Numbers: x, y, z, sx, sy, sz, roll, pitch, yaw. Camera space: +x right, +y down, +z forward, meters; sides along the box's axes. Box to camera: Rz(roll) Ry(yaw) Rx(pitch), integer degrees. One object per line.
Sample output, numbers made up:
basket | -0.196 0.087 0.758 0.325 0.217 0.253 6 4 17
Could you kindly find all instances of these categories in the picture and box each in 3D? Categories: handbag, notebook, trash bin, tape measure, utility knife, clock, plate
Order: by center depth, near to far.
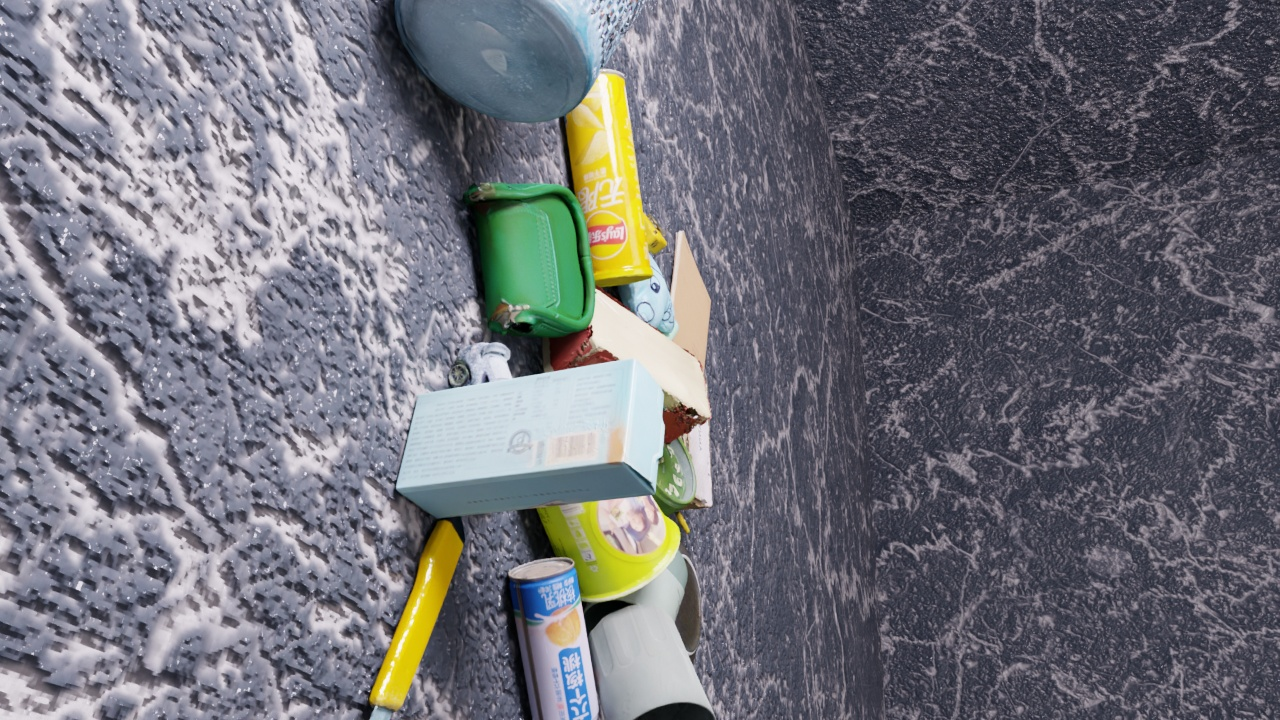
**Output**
utility knife | -0.148 0.178 0.576 0.214 0.015 0.033 -77 152 -51
trash bin | -0.083 -0.302 0.698 0.226 0.227 0.194 55 45 -51
handbag | -0.092 -0.082 0.756 0.120 0.068 0.131 -10 92 -69
clock | -0.005 0.096 0.908 0.161 0.056 0.116 46 28 -28
plate | 0.045 0.281 1.056 0.179 0.024 0.179 -7 90 -70
tape measure | 0.009 -0.155 1.087 0.060 0.029 0.057 56 9 25
notebook | 0.067 -0.053 1.268 0.149 0.012 0.211 62 28 -46

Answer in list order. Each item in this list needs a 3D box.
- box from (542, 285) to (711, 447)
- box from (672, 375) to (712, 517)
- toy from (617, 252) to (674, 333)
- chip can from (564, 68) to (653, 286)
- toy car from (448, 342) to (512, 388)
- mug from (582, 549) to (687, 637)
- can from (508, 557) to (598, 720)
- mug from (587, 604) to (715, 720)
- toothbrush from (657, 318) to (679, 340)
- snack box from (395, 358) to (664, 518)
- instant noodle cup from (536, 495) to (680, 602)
box | -0.005 0.005 0.854 0.168 0.077 0.091 34 35 -37
box | 0.044 0.096 1.076 0.090 0.061 0.184 41 47 -60
toy | 0.006 -0.084 1.054 0.156 0.050 0.161 55 20 -45
chip can | -0.035 -0.185 0.946 0.072 0.072 0.213 -5 87 -70
toy car | -0.115 0.046 0.694 0.054 0.037 0.120 14 73 -69
mug | -0.006 0.233 0.868 0.106 0.082 0.112 -62 169 -60
can | -0.068 0.228 0.725 0.053 0.053 0.134 -17 98 -70
mug | 0.004 0.280 0.756 0.103 0.083 0.124 -117 -154 -53
toothbrush | 0.007 -0.001 1.057 0.027 0.027 0.223 56 26 -10
snack box | -0.072 0.054 0.603 0.051 0.175 0.074 52 36 -48
instant noodle cup | -0.040 0.121 0.780 0.123 0.112 0.111 65 25 -21
